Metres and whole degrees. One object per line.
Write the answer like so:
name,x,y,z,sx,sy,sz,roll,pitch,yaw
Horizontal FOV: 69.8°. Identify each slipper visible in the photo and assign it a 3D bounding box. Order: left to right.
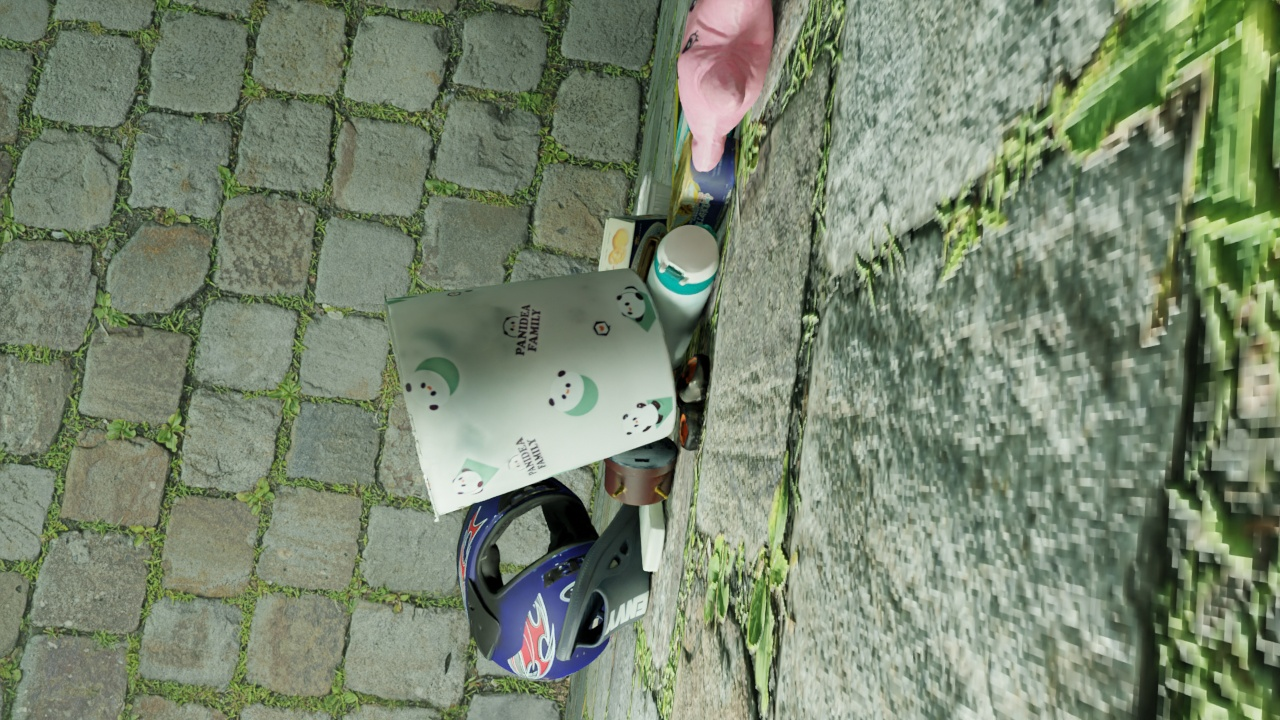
slipper,-0.020,0.255,1.101,0.267,0.083,0.111,-53,-21,-57

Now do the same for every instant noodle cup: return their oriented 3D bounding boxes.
instant noodle cup,0.023,-0.222,1.483,0.173,0.060,0.138,-177,95,-85

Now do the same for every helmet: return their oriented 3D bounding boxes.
helmet,-0.146,0.346,1.424,0.240,0.246,0.316,34,131,41

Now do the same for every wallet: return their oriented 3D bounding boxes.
wallet,0.020,-0.094,1.172,0.115,0.033,0.090,62,-140,-63

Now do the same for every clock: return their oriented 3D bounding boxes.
clock,-0.002,0.112,1.018,0.121,0.082,0.055,-96,8,-65

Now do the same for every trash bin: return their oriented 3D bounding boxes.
trash bin,-0.112,0.020,0.936,0.230,0.251,0.229,166,91,-76

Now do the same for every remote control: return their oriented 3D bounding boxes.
remote control,0.014,0.183,1.067,0.150,0.021,0.058,-94,12,-71

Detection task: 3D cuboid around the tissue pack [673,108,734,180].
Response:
tissue pack,0.066,-0.244,0.977,0.134,0.050,0.093,104,172,-60

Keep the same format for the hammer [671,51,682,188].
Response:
hammer,0.050,-0.203,1.087,0.126,0.032,0.323,177,96,-84

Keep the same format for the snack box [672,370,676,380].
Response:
snack box,-0.007,0.007,1.114,0.093,0.077,0.094,96,164,-56

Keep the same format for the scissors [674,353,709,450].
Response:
scissors,0.040,0.051,0.955,0.235,0.021,0.142,110,167,-69

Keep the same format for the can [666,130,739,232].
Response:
can,0.060,-0.174,0.920,0.148,0.049,0.074,110,167,-72

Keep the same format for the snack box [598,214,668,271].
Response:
snack box,-0.007,-0.118,1.323,0.182,0.046,0.178,-25,-53,-65

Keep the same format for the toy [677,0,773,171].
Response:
toy,0.073,-0.272,0.753,0.179,0.074,0.194,109,169,-70

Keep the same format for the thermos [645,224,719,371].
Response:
thermos,0.035,-0.062,0.957,0.225,0.073,0.073,107,170,-64
